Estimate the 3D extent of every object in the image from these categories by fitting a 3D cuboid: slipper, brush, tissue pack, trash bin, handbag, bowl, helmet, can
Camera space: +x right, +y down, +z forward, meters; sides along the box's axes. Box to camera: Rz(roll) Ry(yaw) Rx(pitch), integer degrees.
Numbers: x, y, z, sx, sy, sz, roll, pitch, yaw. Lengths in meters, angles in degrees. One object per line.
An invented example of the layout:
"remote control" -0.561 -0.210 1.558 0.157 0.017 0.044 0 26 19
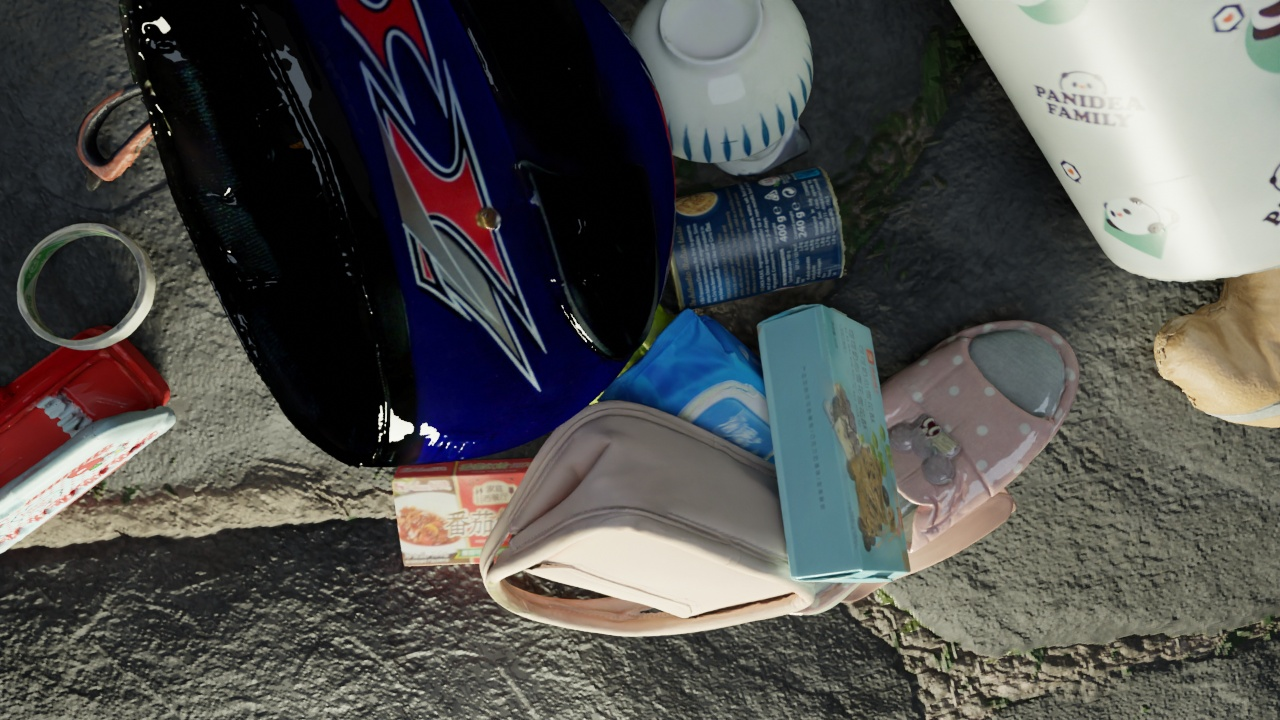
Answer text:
"slipper" 0.177 0.073 0.634 0.275 0.114 0.054 -43 143 15
"brush" 0.197 0.123 0.672 0.146 0.073 0.063 -35 109 13
"tissue pack" 0.052 0.035 0.632 0.095 0.052 0.157 -43 126 12
"trash bin" 0.296 -0.196 0.496 0.230 0.229 0.252 -33 111 10
"handbag" -0.016 0.137 0.633 0.193 0.093 0.235 25 134 -29
"bowl" 0.044 -0.184 0.544 0.116 0.066 0.116 -2 77 10
"helmet" -0.102 -0.105 0.496 0.247 0.239 0.316 23 133 37
"can" 0.072 -0.079 0.601 0.111 0.075 0.075 -12 108 3

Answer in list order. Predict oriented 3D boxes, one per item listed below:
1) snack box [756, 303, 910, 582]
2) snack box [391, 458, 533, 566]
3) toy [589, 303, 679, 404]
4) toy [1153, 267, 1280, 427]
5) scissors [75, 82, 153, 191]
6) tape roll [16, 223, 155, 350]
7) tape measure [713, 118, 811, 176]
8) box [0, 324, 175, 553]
"snack box" 0.125 0.055 0.594 0.052 0.074 0.174 -18 69 35
"snack box" -0.105 0.113 0.689 0.153 0.025 0.075 -2 109 0
"toy" -0.004 0.004 0.651 0.096 0.031 0.100 20 107 -9
"toy" 0.444 -0.061 0.611 0.143 0.082 0.226 18 105 -19
"scissors" -0.265 -0.160 0.579 0.189 0.015 0.226 7 107 3
"tape roll" -0.372 -0.050 0.617 0.086 0.014 0.085 0 80 -1
"tape measure" 0.070 -0.154 0.598 0.066 0.033 0.066 -24 105 5
"box" -0.429 0.070 0.631 0.201 0.101 0.095 -33 106 9
